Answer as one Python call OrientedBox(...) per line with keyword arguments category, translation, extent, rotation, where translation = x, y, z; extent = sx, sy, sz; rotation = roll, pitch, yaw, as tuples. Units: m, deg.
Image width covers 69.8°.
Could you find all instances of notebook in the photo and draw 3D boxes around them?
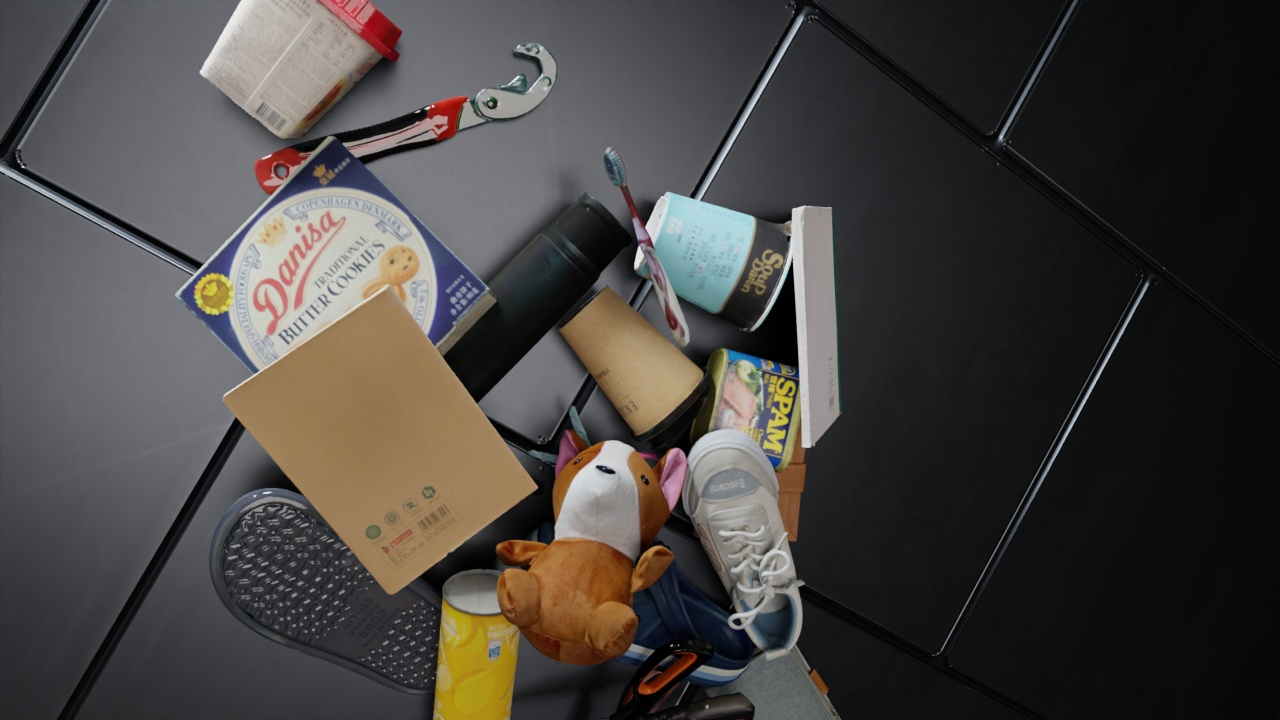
OrientedBox(category="notebook", translation=(-0.195, 0.066, 0.714), extent=(0.147, 0.008, 0.208), rotation=(-36, 112, -9))
OrientedBox(category="notebook", translation=(0.167, -0.038, 0.853), extent=(0.012, 0.150, 0.209), rotation=(-1, 99, 23))

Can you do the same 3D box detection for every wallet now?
OrientedBox(category="wallet", translation=(0.110, 0.111, 0.901), extent=(0.107, 0.031, 0.132), rotation=(5, 95, -15))
OrientedBox(category="wallet", translation=(0.138, 0.349, 0.931), extent=(0.106, 0.037, 0.130), rotation=(-31, 102, 0))

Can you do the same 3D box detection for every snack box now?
OrientedBox(category="snack box", translation=(-0.243, -0.051, 0.738), extent=(0.182, 0.046, 0.178), rotation=(44, 89, 2))

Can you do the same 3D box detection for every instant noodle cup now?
OrientedBox(category="instant noodle cup", translation=(0.062, -0.096, 0.831), extent=(0.120, 0.111, 0.111), rotation=(21, 90, -9))
OrientedBox(category="instant noodle cup", translation=(-0.266, -0.246, 0.717), extent=(0.116, 0.116, 0.124), rotation=(40, 95, -16))

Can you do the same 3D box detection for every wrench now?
OrientedBox(category="wrench", translation=(-0.194, -0.203, 0.786), extent=(0.273, 0.016, 0.056), rotation=(-26, 102, -12))

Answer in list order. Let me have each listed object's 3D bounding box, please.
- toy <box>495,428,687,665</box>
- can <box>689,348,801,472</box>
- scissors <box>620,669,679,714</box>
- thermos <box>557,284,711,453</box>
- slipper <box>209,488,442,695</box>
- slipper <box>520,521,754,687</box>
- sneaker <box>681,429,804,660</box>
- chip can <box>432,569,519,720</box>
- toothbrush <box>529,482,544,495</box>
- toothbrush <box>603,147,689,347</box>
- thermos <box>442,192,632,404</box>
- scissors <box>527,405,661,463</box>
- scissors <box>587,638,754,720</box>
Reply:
OrientedBox(category="toy", translation=(-0.039, 0.141, 0.750), extent=(0.140, 0.131, 0.199), rotation=(17, 48, 9))
OrientedBox(category="can", translation=(0.099, 0.045, 0.849), extent=(0.083, 0.057, 0.102), rotation=(14, 85, -14))
OrientedBox(category="scissors", translation=(-0.010, 0.395, 0.903), extent=(0.223, 0.015, 0.189), rotation=(-6, 98, -15))
OrientedBox(category="thermos", translation=(-0.005, 0.005, 0.829), extent=(0.093, 0.093, 0.143), rotation=(-44, 98, -8))
OrientedBox(category="slipper", translation=(-0.254, 0.196, 0.786), extent=(0.110, 0.083, 0.268), rotation=(-48, 125, -7))
OrientedBox(category="slipper", translation=(0.010, 0.219, 0.837), extent=(0.252, 0.105, 0.095), rotation=(32, 108, -20))
OrientedBox(category="sneaker", translation=(0.096, 0.176, 0.832), extent=(0.089, 0.090, 0.242), rotation=(-14, 122, 10))
OrientedBox(category="chip can", translation=(-0.145, 0.291, 0.801), extent=(0.072, 0.072, 0.213), rotation=(3, 108, -16))
OrientedBox(category="toothbrush", translation=(-0.178, 0.094, 0.827), extent=(0.189, 0.018, 0.014), rotation=(16, 90, -14))
OrientedBox(category="toothbrush", translation=(0.006, -0.091, 0.778), extent=(0.016, 0.017, 0.188), rotation=(-13, 115, 20))
OrientedBox(category="thermos", translation=(-0.115, -0.041, 0.797), extent=(0.242, 0.090, 0.068), rotation=(-45, 121, -2))
OrientedBox(category="scissors", translation=(-0.036, 0.099, 0.842), extent=(0.135, 0.017, 0.133), rotation=(-10, 112, 17))
OrientedBox(category="scissors", translation=(0.002, 0.319, 0.835), extent=(0.220, 0.021, 0.233), rotation=(10, 125, -18))
